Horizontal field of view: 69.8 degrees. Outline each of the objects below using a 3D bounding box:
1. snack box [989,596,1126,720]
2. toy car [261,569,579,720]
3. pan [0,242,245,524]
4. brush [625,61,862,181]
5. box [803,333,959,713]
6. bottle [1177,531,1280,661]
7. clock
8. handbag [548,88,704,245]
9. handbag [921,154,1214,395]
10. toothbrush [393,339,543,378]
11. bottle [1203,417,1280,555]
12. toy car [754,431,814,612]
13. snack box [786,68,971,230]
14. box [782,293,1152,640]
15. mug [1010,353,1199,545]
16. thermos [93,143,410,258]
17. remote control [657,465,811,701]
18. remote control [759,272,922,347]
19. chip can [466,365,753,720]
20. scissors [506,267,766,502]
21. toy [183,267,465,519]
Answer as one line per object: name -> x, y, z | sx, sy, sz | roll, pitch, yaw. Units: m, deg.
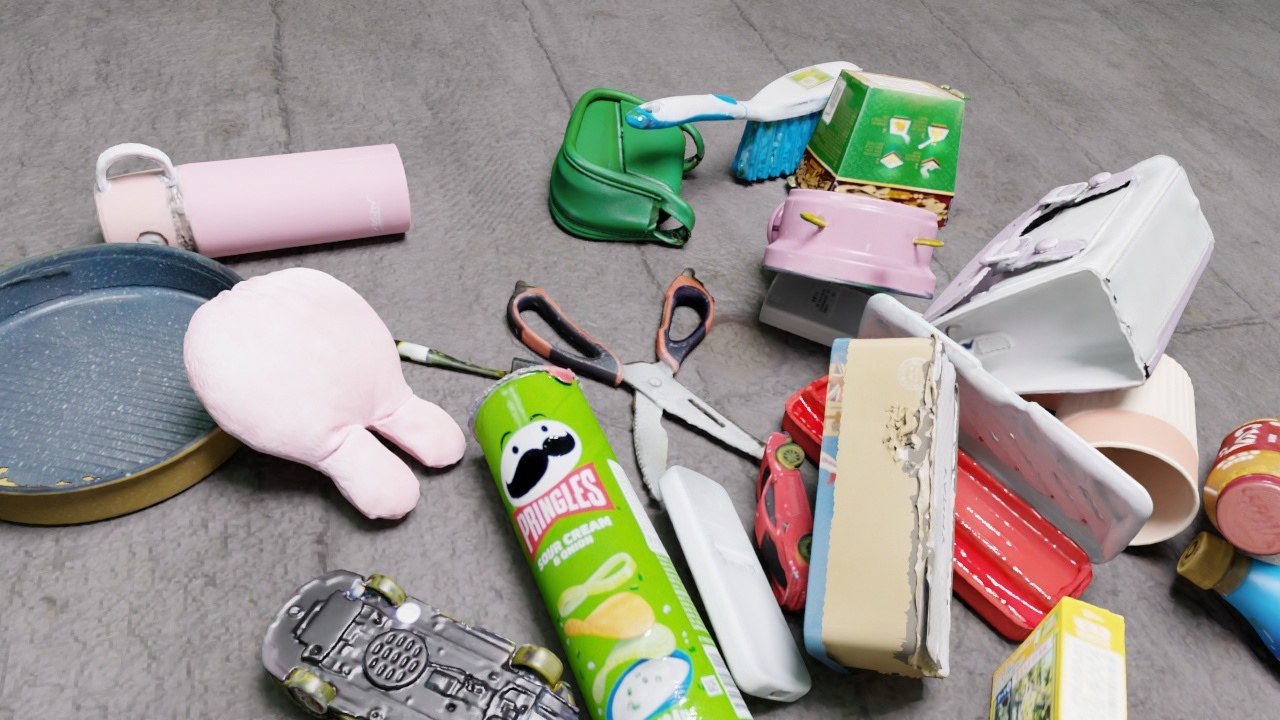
snack box -> 0.187, 0.189, 0.420 | 0.034, 0.087, 0.140 | 18, 45, 8
toy car -> -0.103, 0.152, 0.434 | 0.158, 0.042, 0.070 | 24, 46, 12
pan -> -0.395, -0.019, 0.524 | 0.357, 0.078, 0.197 | 10, 45, -1
brush -> 0.091, -0.196, 0.761 | 0.060, 0.110, 0.313 | 39, 49, 25
box -> 0.129, 0.081, 0.477 | 0.062, 0.090, 0.184 | 1, 63, 27
bottle -> 0.410, 0.166, 0.502 | 0.219, 0.065, 0.065 | 31, 48, 21
clock -> 0.147, -0.083, 0.647 | 0.117, 0.060, 0.158 | 10, 6, 1
handbag -> -0.009, -0.153, 0.742 | 0.120, 0.068, 0.131 | 17, 43, -6
handbag -> 0.285, -0.054, 0.626 | 0.196, 0.145, 0.098 | -36, 98, -41
toothbrush -> -0.154, -0.010, 0.601 | 0.186, 0.017, 0.012 | 12, 25, 2
bottle -> 0.370, 0.074, 0.543 | 0.057, 0.058, 0.174 | 39, 27, 26
toy car -> 0.082, 0.089, 0.526 | 0.031, 0.049, 0.106 | 0, 48, -5
snack box -> 0.194, -0.174, 0.744 | 0.117, 0.106, 0.118 | 6, 26, -9
box -> 0.188, 0.052, 0.546 | 0.095, 0.102, 0.201 | -25, 55, -32
mug -> 0.292, 0.047, 0.588 | 0.115, 0.082, 0.105 | 15, 42, 21
thermos -> -0.266, -0.117, 0.638 | 0.198, 0.087, 0.067 | -10, 47, -21
remote control -> 0.048, 0.117, 0.496 | 0.056, 0.020, 0.135 | 28, 29, -44
remote control -> 0.158, -0.027, 0.675 | 0.135, 0.019, 0.056 | 21, 45, 10
chip can -> -0.019, 0.107, 0.474 | 0.072, 0.072, 0.236 | -13, 50, -22
scissors -> -0.003, 0.003, 0.619 | 0.189, 0.015, 0.222 | 9, 45, -2
toy -> -0.176, 0.018, 0.521 | 0.159, 0.054, 0.121 | 47, 41, -4
